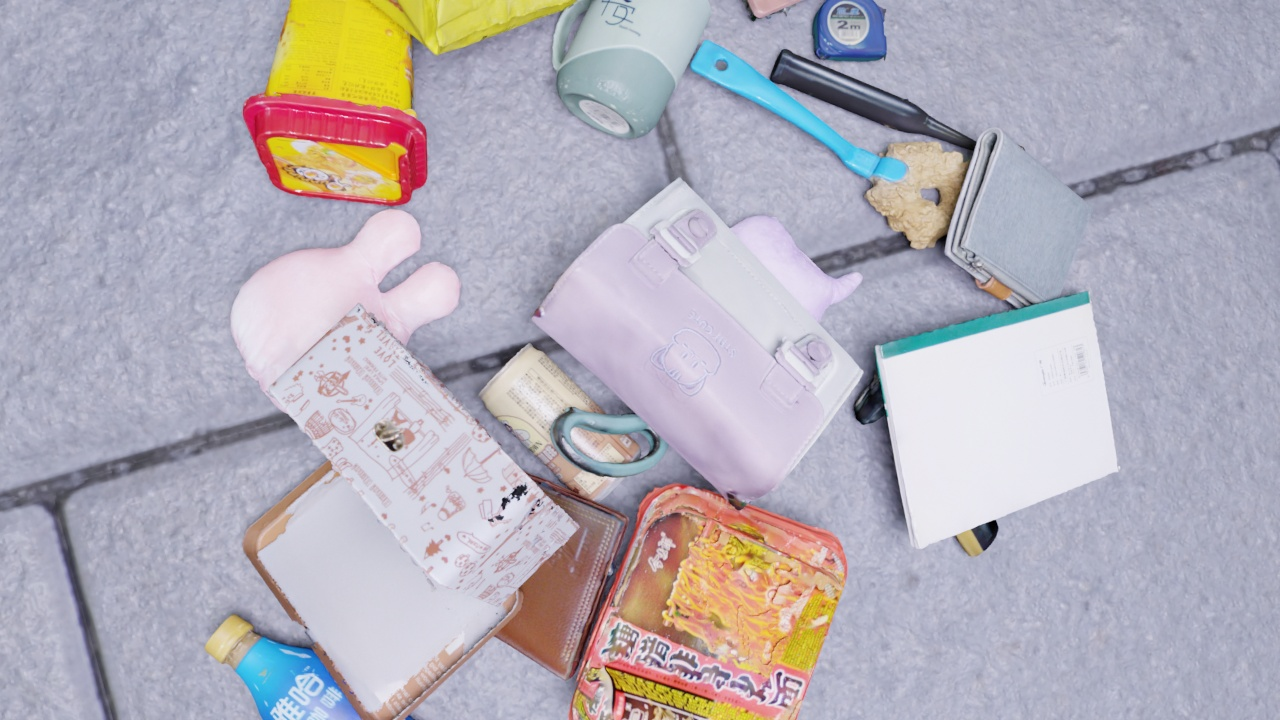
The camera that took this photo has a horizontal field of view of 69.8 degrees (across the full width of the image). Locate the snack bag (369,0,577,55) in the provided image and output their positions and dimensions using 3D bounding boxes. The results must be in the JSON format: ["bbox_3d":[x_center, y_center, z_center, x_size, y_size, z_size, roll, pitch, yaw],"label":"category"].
[{"bbox_3d":[-0.153,-0.302,0.623,0.246,0.068,0.157,42,53,16],"label":"snack bag"}]

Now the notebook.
[{"bbox_3d":[0.273,0.039,0.688,0.208,0.012,0.150,-13,95,-23],"label":"notebook"}]

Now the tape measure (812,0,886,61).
[{"bbox_3d":[0.163,-0.261,0.721,0.058,0.025,0.054,-2,86,-10],"label":"tape measure"}]

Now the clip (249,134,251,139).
[{"bbox_3d":[-0.270,-0.186,0.679,0.045,0.014,0.057,20,83,-5],"label":"clip"}]

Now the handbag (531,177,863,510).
[{"bbox_3d":[0.043,-0.013,0.637,0.197,0.099,0.144,45,51,-2],"label":"handbag"}]

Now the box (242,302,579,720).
[{"bbox_3d":[-0.169,0.101,0.579,0.197,0.157,0.181,-42,70,-6],"label":"box"}]

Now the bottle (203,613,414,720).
[{"bbox_3d":[-0.206,0.254,0.641,0.218,0.065,0.065,38,84,-2],"label":"bottle"}]

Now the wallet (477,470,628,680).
[{"bbox_3d":[-0.071,0.147,0.648,0.101,0.032,0.124,21,97,19],"label":"wallet"}]

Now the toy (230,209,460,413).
[{"bbox_3d":[-0.209,-0.033,0.657,0.159,0.054,0.121,-35,98,-6],"label":"toy"}]

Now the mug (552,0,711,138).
[{"bbox_3d":[-0.019,-0.230,0.678,0.112,0.082,0.106,24,85,26],"label":"mug"}]

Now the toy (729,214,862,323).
[{"bbox_3d":[0.107,-0.066,0.699,0.108,0.039,0.084,42,84,0],"label":"toy"}]

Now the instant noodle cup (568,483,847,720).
[{"bbox_3d":[0.045,0.187,0.653,0.164,0.079,0.188,23,87,-15],"label":"instant noodle cup"}]

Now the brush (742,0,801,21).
[{"bbox_3d":[0.141,-0.314,0.697,0.145,0.073,0.063,-23,89,-8],"label":"brush"}]

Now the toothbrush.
[{"bbox_3d":[0.205,-0.195,0.721,0.212,0.026,0.027,19,97,-5],"label":"toothbrush"}]

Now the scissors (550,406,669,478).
[{"bbox_3d":[-0.004,0.004,0.671,0.170,0.019,0.181,-12,72,-33],"label":"scissors"}]

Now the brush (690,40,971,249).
[{"bbox_3d":[0.152,-0.168,0.700,0.254,0.046,0.083,29,89,-10],"label":"brush"}]

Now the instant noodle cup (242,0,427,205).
[{"bbox_3d":[-0.205,-0.187,0.640,0.116,0.116,0.123,4,75,-11],"label":"instant noodle cup"}]

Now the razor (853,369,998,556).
[{"bbox_3d":[0.222,0.076,0.703,0.068,0.062,0.167,-28,97,24],"label":"razor"}]

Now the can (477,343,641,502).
[{"bbox_3d":[-0.058,0.047,0.667,0.116,0.058,0.058,45,84,-2],"label":"can"}]

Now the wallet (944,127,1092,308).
[{"bbox_3d":[0.285,-0.099,0.702,0.129,0.037,0.106,24,86,-34],"label":"wallet"}]
